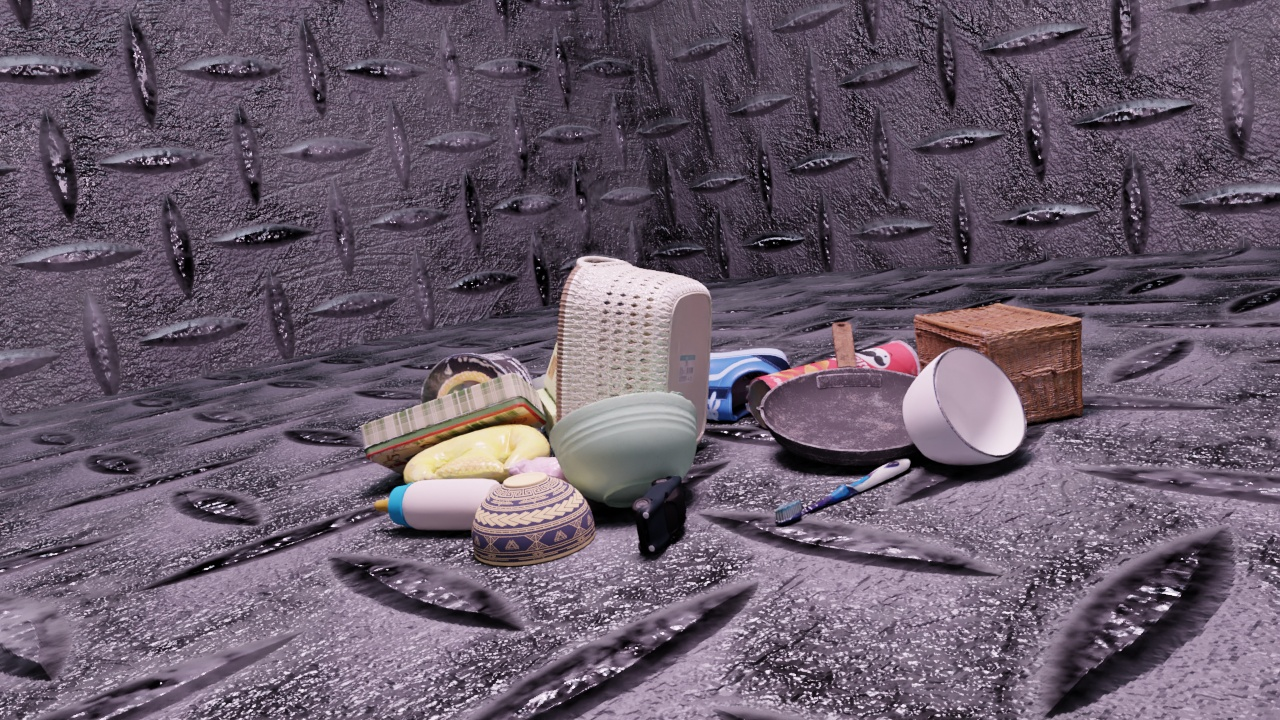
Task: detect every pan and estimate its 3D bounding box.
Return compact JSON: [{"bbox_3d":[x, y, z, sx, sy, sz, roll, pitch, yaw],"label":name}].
[{"bbox_3d":[0.244,0.032,1.071,0.208,0.040,0.356,-2,22,10],"label":"pan"}]

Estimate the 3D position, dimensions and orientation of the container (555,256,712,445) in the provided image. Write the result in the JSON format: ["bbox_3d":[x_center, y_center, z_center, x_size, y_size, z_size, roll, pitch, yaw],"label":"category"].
[{"bbox_3d":[-0.006,0.006,1.064,0.143,0.246,0.184,6,11,26],"label":"container"}]

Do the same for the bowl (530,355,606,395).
[{"bbox_3d":[-0.105,0.044,1.362,0.153,0.073,0.153,-16,1,0],"label":"bowl"}]

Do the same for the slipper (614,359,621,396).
[{"bbox_3d":[-0.031,0.022,1.543,0.114,0.054,0.273,-3,11,27],"label":"slipper"}]

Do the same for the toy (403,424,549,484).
[{"bbox_3d":[-0.187,0.114,1.054,0.170,0.064,0.155,-11,5,1],"label":"toy"}]

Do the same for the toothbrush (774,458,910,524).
[{"bbox_3d":[0.192,0.118,0.854,0.188,0.017,0.016,-15,10,-36],"label":"toothbrush"}]

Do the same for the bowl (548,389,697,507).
[{"bbox_3d":[-0.010,0.096,0.898,0.151,0.077,0.151,-10,-26,-5],"label":"bowl"}]

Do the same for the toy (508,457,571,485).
[{"bbox_3d":[-0.085,0.124,0.972,0.109,0.047,0.064,-1,5,-39],"label":"toy"}]

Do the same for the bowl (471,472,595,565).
[{"bbox_3d":[-0.101,0.137,0.841,0.112,0.061,0.112,-8,9,1],"label":"bowl"}]

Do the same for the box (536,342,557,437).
[{"bbox_3d":[-0.107,0.048,1.195,0.044,0.141,0.187,6,8,-13],"label":"box"}]

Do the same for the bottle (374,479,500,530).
[{"bbox_3d":[-0.207,0.145,0.922,0.146,0.051,0.051,-4,10,22],"label":"bottle"}]

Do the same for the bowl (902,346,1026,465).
[{"bbox_3d":[0.310,0.052,0.896,0.116,0.116,0.066,-14,-18,-33],"label":"bowl"}]

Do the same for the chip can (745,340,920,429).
[{"bbox_3d":[0.250,0.032,1.184,0.232,0.073,0.073,-13,10,-25],"label":"chip can"}]

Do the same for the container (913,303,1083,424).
[{"bbox_3d":[0.417,0.002,1.080,0.113,0.113,0.198,-9,9,-6],"label":"container"}]

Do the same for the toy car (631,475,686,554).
[{"bbox_3d":[0.021,0.134,0.812,0.034,0.046,0.112,-8,7,17],"label":"toy car"}]

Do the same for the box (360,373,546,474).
[{"bbox_3d":[-0.225,0.080,1.118,0.205,0.049,0.118,-19,-17,3],"label":"box"}]

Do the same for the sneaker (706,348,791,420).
[{"bbox_3d":[0.084,0.043,1.237,0.241,0.083,0.098,-12,26,12],"label":"sneaker"}]

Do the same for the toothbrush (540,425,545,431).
[{"bbox_3d":[-0.064,0.078,1.343,0.180,0.016,0.016,-14,6,-28],"label":"toothbrush"}]

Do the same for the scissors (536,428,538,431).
[{"bbox_3d":[-0.212,0.106,1.299,0.170,0.014,0.095,-8,10,-20],"label":"scissors"}]

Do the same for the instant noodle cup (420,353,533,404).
[{"bbox_3d":[-0.210,0.049,1.243,0.137,0.137,0.112,-5,9,15],"label":"instant noodle cup"}]
